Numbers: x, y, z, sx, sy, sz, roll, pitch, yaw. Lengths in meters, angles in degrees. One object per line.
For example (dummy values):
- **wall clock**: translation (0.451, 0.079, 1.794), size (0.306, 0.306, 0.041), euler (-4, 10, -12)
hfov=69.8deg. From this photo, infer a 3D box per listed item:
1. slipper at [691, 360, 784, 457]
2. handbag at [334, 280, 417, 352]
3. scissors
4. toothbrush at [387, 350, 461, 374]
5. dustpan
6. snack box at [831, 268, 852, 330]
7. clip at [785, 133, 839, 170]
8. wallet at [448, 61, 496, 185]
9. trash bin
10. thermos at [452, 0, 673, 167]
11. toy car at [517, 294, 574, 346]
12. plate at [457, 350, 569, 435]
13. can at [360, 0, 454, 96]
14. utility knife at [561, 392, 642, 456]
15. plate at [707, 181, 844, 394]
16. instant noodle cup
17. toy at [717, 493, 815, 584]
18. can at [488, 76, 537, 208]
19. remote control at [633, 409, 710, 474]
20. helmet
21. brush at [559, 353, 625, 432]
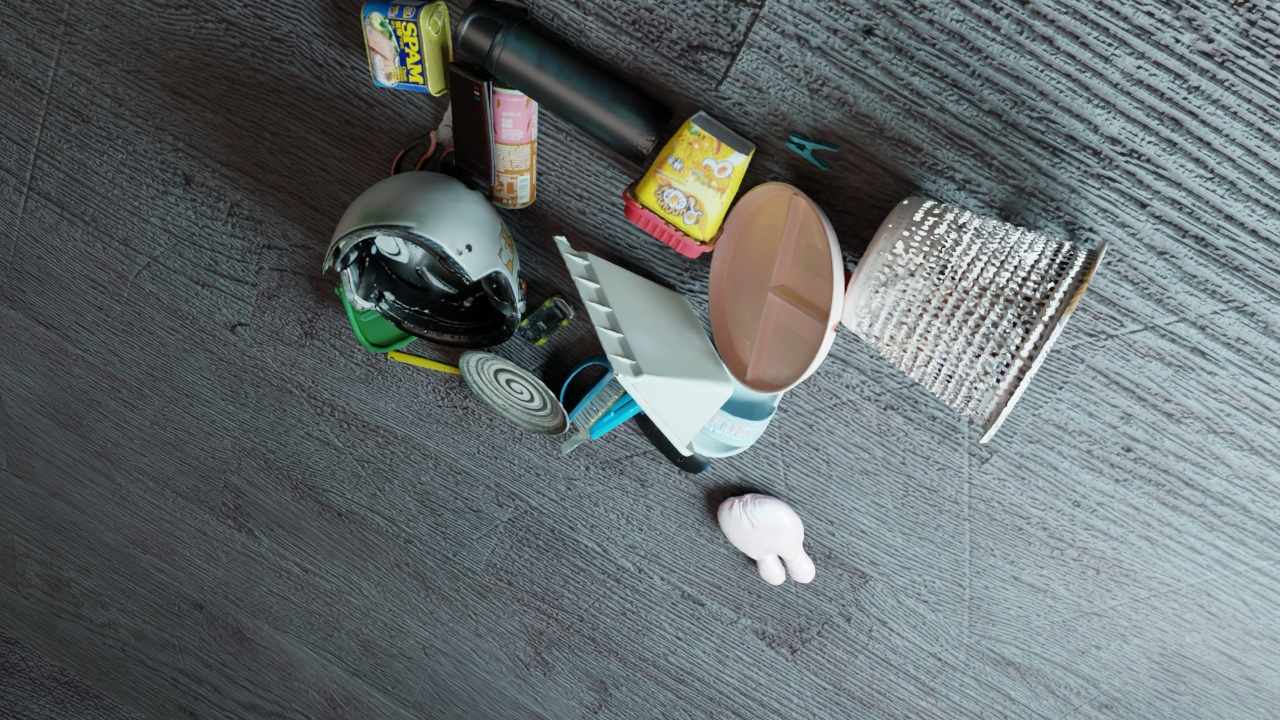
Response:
- **slipper**: translation (0.128, 0.041, 1.149), size (0.104, 0.074, 0.246), euler (29, 127, 1)
- **handbag**: translation (-0.350, -0.080, 1.274), size (0.132, 0.067, 0.120), euler (-22, 111, 33)
- **scissors**: translation (-0.235, -0.263, 1.136), size (0.203, 0.015, 0.204), euler (-1, 121, 24)
- **toothbrush**: translation (-0.286, 0.014, 1.343), size (0.190, 0.016, 0.016), euler (13, 129, 14)
- **dustpan**: translation (-0.006, 0.006, 1.082), size (0.257, 0.222, 0.143), euler (14, 128, -40)
- **snack box**: translation (0.192, -0.072, 1.043), size (0.080, 0.081, 0.091), euler (23, 130, -5)
- **clip**: translation (0.182, -0.226, 0.983), size (0.055, 0.013, 0.038), euler (26, 128, 6)
- **wallet**: translation (-0.194, -0.274, 1.062), size (0.096, 0.020, 0.122), euler (41, 139, 44)
- **trash bin**: translation (0.319, -0.059, 0.927), size (0.192, 0.226, 0.228), euler (30, 130, 18)
- **thermos**: translation (-0.078, -0.311, 0.997), size (0.242, 0.089, 0.068), euler (32, 163, -6)
- **toy car**: translation (-0.124, -0.055, 1.215), size (0.042, 0.035, 0.091), euler (46, 127, -13)
- **plate**: translation (-0.171, 0.040, 1.261), size (0.179, 0.024, 0.180), euler (24, 150, 14)
- **can**: translation (-0.267, -0.362, 1.056), size (0.083, 0.057, 0.102), euler (12, 125, 18)
- **utility knife**: translation (-0.048, 0.084, 1.283), size (0.217, 0.018, 0.034), euler (-36, 64, 38)
- **plate**: translation (0.145, -0.077, 1.000), size (0.028, 0.229, 0.230), euler (-2, 135, -28)
- **instant noodle cup**: translation (0.058, -0.196, 1.002), size (0.116, 0.115, 0.124), euler (33, 117, 0)
- **toy**: translation (0.177, 0.249, 1.280), size (0.122, 0.054, 0.159), euler (-13, 116, 38)
- **can**: translation (-0.150, -0.255, 1.076), size (0.058, 0.057, 0.147), euler (16, 127, 13)
- **remote control**: translation (0.041, 0.110, 1.263), size (0.136, 0.024, 0.053), euler (46, 127, -11)
- **helmet**: translation (-0.250, -0.135, 1.127), size (0.230, 0.156, 0.274), euler (3, 159, 15)
- **brush**: translation (-0.066, 0.037, 1.240), size (0.073, 0.055, 0.144), euler (39, 129, -7)
